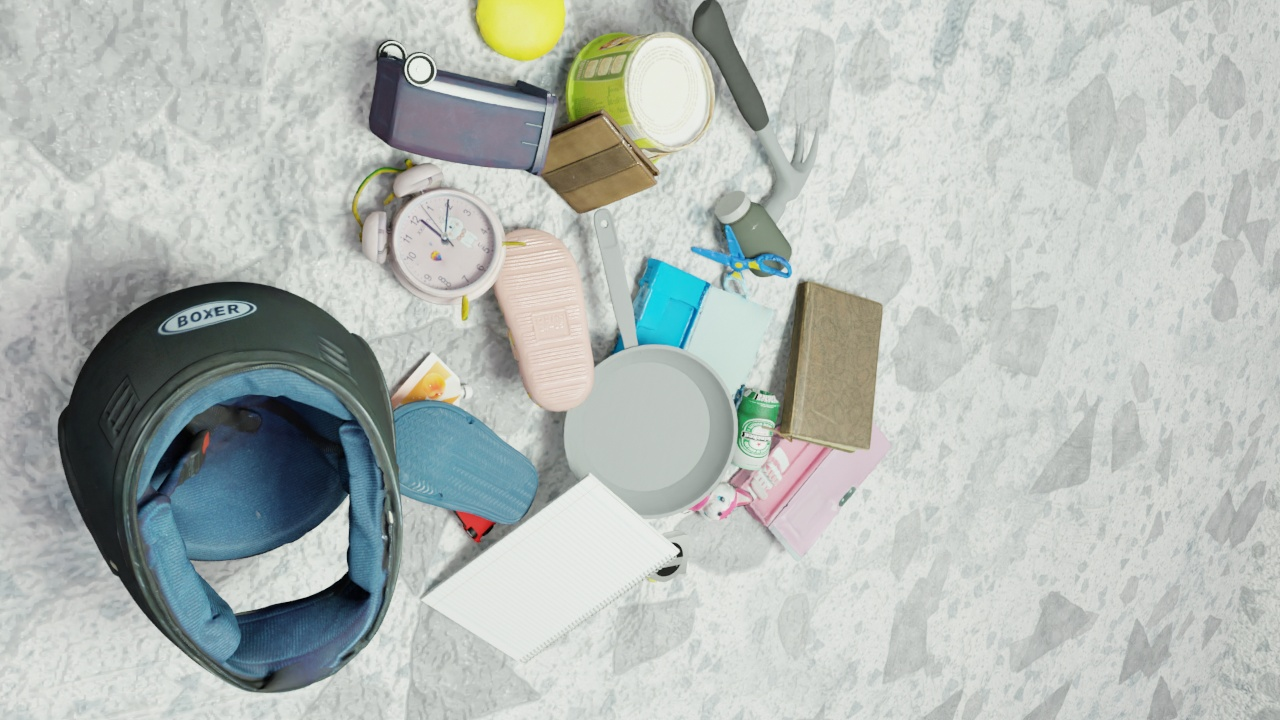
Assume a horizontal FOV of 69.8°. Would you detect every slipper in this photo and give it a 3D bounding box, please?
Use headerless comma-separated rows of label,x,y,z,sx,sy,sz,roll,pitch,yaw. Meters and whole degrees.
slipper,-0.191,0.108,0.964,0.213,0.059,0.103,33,71,-43
slipper,-0.104,-0.041,0.982,0.093,0.082,0.197,-16,88,-18

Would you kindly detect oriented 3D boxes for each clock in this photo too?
clock,-0.203,-0.124,0.891,0.158,0.059,0.116,38,84,-12

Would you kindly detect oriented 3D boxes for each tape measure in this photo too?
tape measure,0.035,0.259,1.208,0.064,0.017,0.064,-4,106,-33

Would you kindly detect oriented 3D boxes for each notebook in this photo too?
notebook,-0.099,0.247,1.057,0.246,0.013,0.178,-37,124,11
notebook,0.243,0.009,1.225,0.190,0.035,0.215,13,80,-32

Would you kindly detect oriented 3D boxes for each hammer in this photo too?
hammer,0.132,-0.289,1.049,0.125,0.029,0.311,-56,143,-10

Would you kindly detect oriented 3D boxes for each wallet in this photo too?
wallet,-0.053,-0.204,0.953,0.098,0.121,0.026,44,51,-35

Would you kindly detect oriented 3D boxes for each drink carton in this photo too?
drink carton,-0.234,0.056,0.960,0.122,0.039,0.069,-52,125,-18

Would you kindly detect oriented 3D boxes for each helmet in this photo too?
helmet,-0.331,0.088,0.775,0.248,0.236,0.316,-20,116,-27

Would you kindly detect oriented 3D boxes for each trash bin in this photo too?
trash bin,-0.166,-0.238,0.877,0.160,0.094,0.092,3,112,-33

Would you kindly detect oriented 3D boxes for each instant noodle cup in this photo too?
instant noodle cup,0.005,-0.276,0.963,0.146,0.098,0.146,-4,96,-37

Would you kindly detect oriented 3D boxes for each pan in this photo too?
pan,-0.006,0.006,1.034,0.200,0.051,0.357,-15,100,-9

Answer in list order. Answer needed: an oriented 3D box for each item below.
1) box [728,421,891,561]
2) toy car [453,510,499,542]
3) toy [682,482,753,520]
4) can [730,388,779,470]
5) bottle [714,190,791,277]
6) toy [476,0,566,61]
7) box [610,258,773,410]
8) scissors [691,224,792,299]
box,0.244,0.146,1.302,0.232,0.039,0.179,-46,120,-14
toy car,-0.192,0.160,1.021,0.038,0.025,0.089,-44,126,-24
toy,0.093,0.190,1.203,0.102,0.050,0.066,19,127,-26
can,0.149,0.090,1.211,0.053,0.053,0.101,6,100,-35
bottle,0.137,-0.155,1.125,0.060,0.060,0.108,-51,125,-11
toy,-0.117,-0.345,0.909,0.094,0.041,0.095,28,88,-31
box,0.038,0.018,1.107,0.170,0.071,0.243,21,93,-13
scissors,0.121,-0.115,1.123,0.125,0.127,0.015,18,50,-1
